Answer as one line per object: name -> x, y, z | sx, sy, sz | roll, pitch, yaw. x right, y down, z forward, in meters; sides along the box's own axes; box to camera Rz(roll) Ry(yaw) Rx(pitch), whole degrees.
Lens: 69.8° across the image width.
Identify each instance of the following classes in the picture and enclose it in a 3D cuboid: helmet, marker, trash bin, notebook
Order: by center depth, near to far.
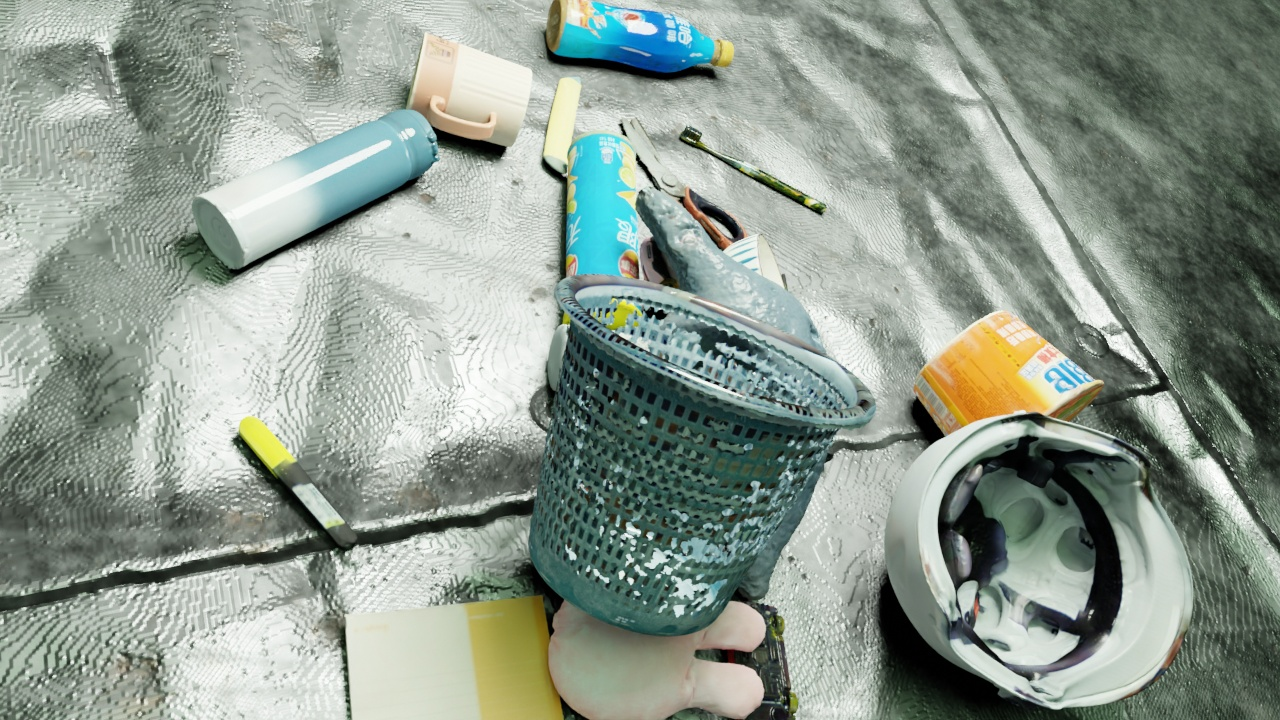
notebook -> -0.117, 0.264, 0.613 | 0.145, 0.010, 0.206 | 1, 59, -25
trash bin -> 0.019, 0.070, 0.641 | 0.226, 0.195, 0.226 | 19, 17, -6
marker -> -0.249, 0.089, 0.667 | 0.124, 0.015, 0.018 | 47, 53, 6
helmet -> 0.313, 0.165, 0.775 | 0.258, 0.146, 0.228 | 25, 79, -16

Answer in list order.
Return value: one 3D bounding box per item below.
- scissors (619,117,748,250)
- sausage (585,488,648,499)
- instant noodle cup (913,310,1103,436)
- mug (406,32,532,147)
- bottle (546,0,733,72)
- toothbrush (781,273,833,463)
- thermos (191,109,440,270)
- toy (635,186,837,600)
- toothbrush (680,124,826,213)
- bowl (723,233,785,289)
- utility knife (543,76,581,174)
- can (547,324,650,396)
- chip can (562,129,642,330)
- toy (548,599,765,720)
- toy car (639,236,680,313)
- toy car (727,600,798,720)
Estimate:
scissors -> 0.048, -0.178, 0.973 | 0.193, 0.015, 0.206 | 17, 54, -11
sausage -> 0.014, 0.117, 0.761 | 0.165, 0.022, 0.021 | 3, 58, -22
instant noodle cup -> 0.349, 0.030, 0.894 | 0.151, 0.152, 0.111 | -19, 60, -32
mug -> -0.165, -0.249, 0.876 | 0.105, 0.082, 0.114 | 13, 39, -18
bottle -> 0.004, -0.364, 1.044 | 0.218, 0.065, 0.065 | 2, 58, -24
toothbrush -> 0.154, 0.001, 0.897 | 0.027, 0.026, 0.212 | -14, 58, 11
thermos -> -0.268, -0.154, 0.787 | 0.070, 0.070, 0.219 | 44, 52, 7
toy -> 0.090, 0.011, 0.766 | 0.138, 0.091, 0.356 | -17, 85, -5
toothbrush -> 0.129, -0.214, 1.030 | 0.186, 0.017, 0.012 | 27, 45, -6
bowl -> 0.099, -0.056, 0.870 | 0.066, 0.116, 0.116 | -15, 56, 17
utility knife -> -0.079, -0.254, 0.964 | 0.031, 0.018, 0.162 | 19, 55, -17
can -> -0.005, 0.005, 0.802 | 0.146, 0.058, 0.058 | 6, 57, -20
chip can -> -0.036, -0.118, 0.859 | 0.071, 0.071, 0.209 | 10, 56, -18
toy -> 0.013, 0.211, 0.672 | 0.159, 0.054, 0.121 | 13, 54, -3
toy car -> 0.031, -0.069, 0.849 | 0.122, 0.037, 0.056 | 43, 38, -52
toy car -> 0.089, 0.238, 0.708 | 0.049, 0.031, 0.106 | 8, 48, -17
